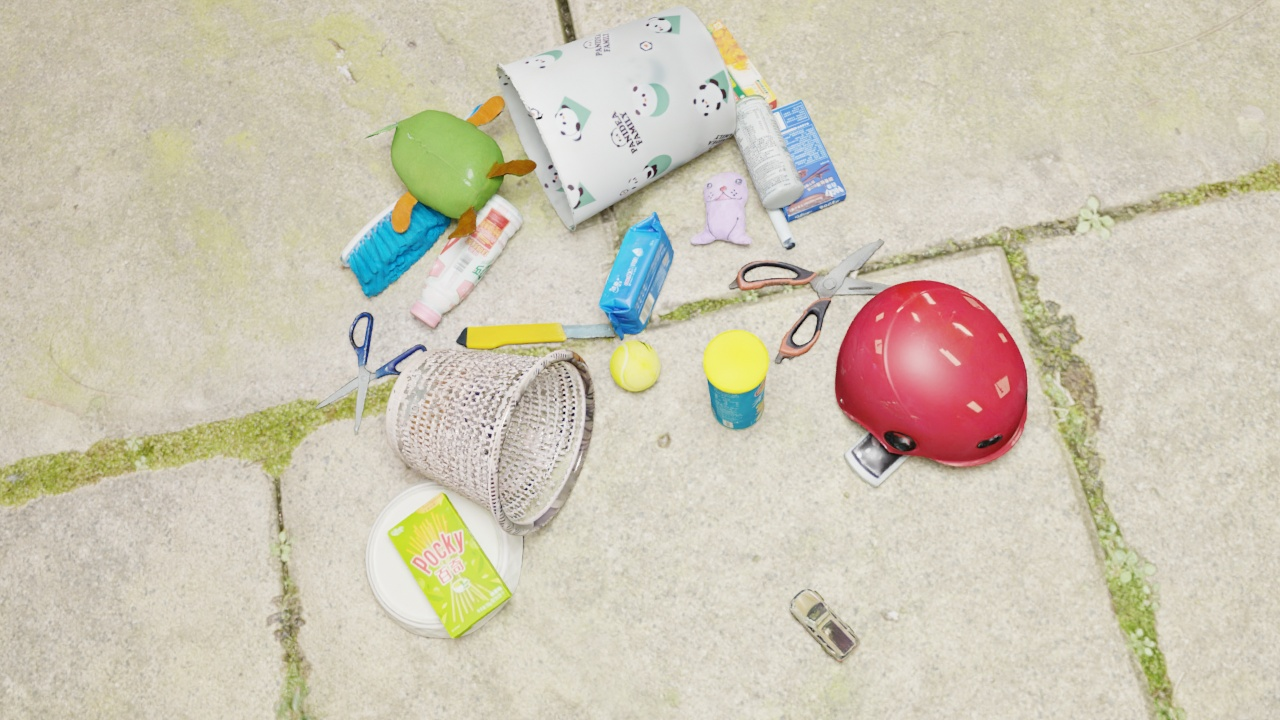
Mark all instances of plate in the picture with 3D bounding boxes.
[{"bbox_3d":[-0.252,0.243,1.153,0.205,0.045,0.204,-2,75,7],"label":"plate"}]

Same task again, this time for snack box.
[{"bbox_3d":[-0.232,0.247,1.112,0.085,0.026,0.156,-36,73,-5],"label":"snack box"},{"bbox_3d":[0.210,-0.273,1.250,0.084,0.026,0.157,-21,73,2],"label":"snack box"},{"bbox_3d":[0.120,-0.402,1.296,0.077,0.027,0.155,-31,73,-1],"label":"snack box"}]

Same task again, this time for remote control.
[{"bbox_3d":[0.322,0.090,1.140,0.150,0.021,0.058,-42,74,-6],"label":"remote control"}]

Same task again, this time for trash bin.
[{"bbox_3d":[-0.027,-0.327,1.199,0.251,0.230,0.229,-26,73,-6],"label":"trash bin"},{"bbox_3d":[-0.191,0.077,1.118,0.192,0.227,0.227,14,76,23],"label":"trash bin"}]

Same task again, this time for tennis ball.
[{"bbox_3d":[-0.007,0.007,1.179,0.065,0.065,0.065,-2,74,6],"label":"tennis ball"}]

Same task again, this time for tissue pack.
[{"bbox_3d":[-0.005,-0.109,1.196,0.052,0.095,0.157,19,77,17],"label":"tissue pack"}]

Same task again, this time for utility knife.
[{"bbox_3d":[-0.141,-0.033,1.230,0.219,0.015,0.033,-2,74,9],"label":"utility knife"}]

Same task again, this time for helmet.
[{"bbox_3d":[0.348,0.004,1.080,0.240,0.144,0.206,36,75,24],"label":"helmet"}]

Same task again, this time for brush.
[{"bbox_3d":[-0.300,-0.230,1.288,0.314,0.060,0.109,-44,71,-9],"label":"brush"}]

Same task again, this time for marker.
[{"bbox_3d":[0.178,-0.209,1.240,0.018,0.023,0.130,-13,70,-28],"label":"marker"}]

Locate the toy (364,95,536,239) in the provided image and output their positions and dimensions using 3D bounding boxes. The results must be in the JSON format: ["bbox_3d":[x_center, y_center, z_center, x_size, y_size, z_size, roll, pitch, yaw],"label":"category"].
[{"bbox_3d":[-0.252,-0.258,1.213,0.227,0.090,0.247,-49,59,-1],"label":"toy"}]

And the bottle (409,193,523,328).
[{"bbox_3d":[-0.239,-0.134,1.245,0.068,0.068,0.196,32,82,14],"label":"bottle"}]

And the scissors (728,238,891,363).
[{"bbox_3d":[0.228,-0.093,1.206,0.189,0.015,0.225,37,81,15],"label":"scissors"}]

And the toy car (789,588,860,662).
[{"bbox_3d":[0.217,0.311,1.085,0.042,0.035,0.090,-42,72,-7],"label":"toy car"}]

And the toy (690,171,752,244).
[{"bbox_3d":[0.111,-0.204,1.237,0.084,0.039,0.108,0,76,16],"label":"toy"}]

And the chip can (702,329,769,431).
[{"bbox_3d":[0.114,0.028,1.083,0.071,0.210,0.071,-2,74,6],"label":"chip can"}]

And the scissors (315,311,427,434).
[{"bbox_3d":[-0.367,0.012,1.247,0.162,0.012,0.175,-11,74,3],"label":"scissors"}]

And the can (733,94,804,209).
[{"bbox_3d":[0.164,-0.275,1.212,0.058,0.058,0.146,-20,73,1],"label":"can"}]
